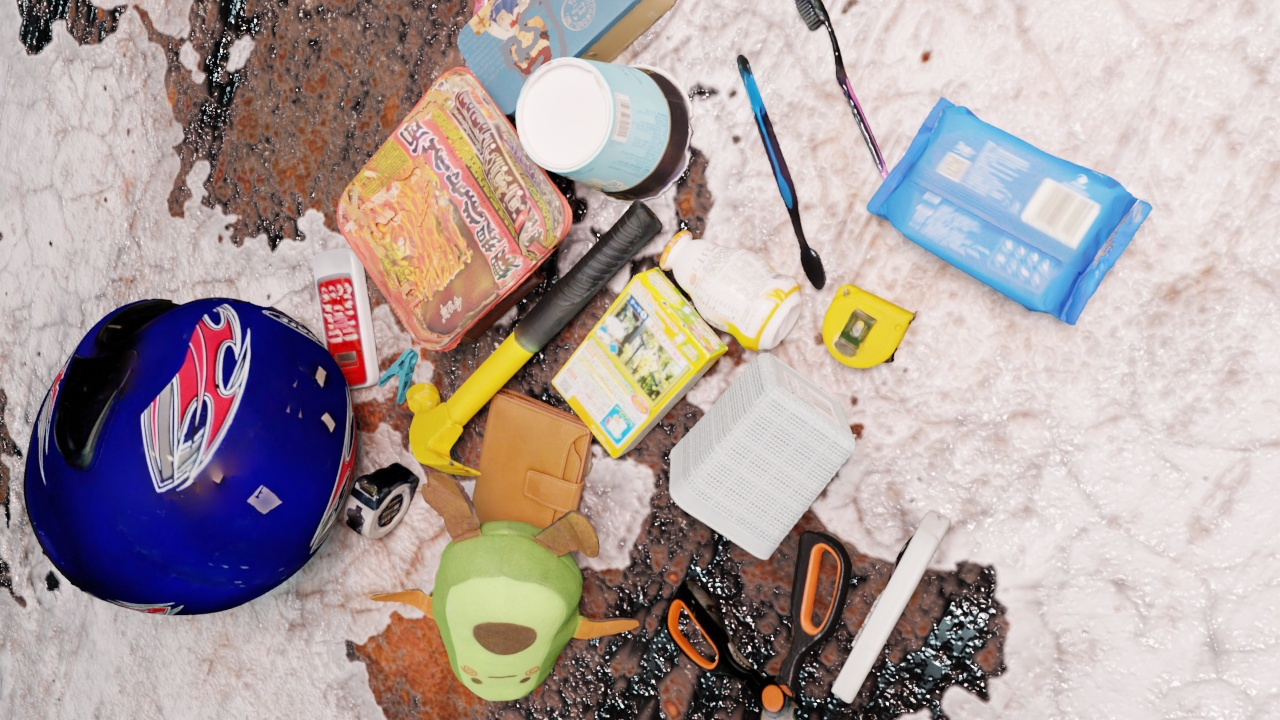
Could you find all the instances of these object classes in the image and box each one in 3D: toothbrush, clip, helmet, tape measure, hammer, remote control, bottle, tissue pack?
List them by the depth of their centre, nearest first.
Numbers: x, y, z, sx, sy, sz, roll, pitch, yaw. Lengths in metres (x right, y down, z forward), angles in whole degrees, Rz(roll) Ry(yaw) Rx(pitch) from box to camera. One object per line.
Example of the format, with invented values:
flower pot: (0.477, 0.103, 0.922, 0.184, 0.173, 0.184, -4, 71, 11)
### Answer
tissue pack: (0.239, -0.099, 0.607, 0.157, 0.052, 0.095, 34, 108, 18)
toothbrush: (0.152, -0.183, 0.661, 0.018, 0.014, 0.189, -24, 86, 36)
remote control: (0.181, 0.177, 0.666, 0.021, 0.058, 0.150, 28, 107, 21)
tape measure: (0.161, -0.023, 0.667, 0.060, 0.028, 0.057, 30, 109, 20)
bottle: (0.066, -0.056, 0.689, 0.108, 0.063, 0.063, 36, 110, 18)
toothbrush: (0.106, -0.142, 0.690, 0.014, 0.016, 0.189, -22, 84, 35)
hammer: (-0.095, -0.017, 0.767, 0.301, 0.033, 0.128, -44, 42, 18)
helmet: (-0.377, 0.061, 0.816, 0.241, 0.247, 0.314, -24, 53, 20)
tape measure: (-0.246, 0.134, 0.863, 0.033, 0.065, 0.066, 32, 107, 17)
clip: (-0.227, 0.012, 0.868, 0.034, 0.013, 0.054, 36, 110, 17)
remote control: (-0.285, -0.040, 0.886, 0.056, 0.020, 0.136, -5, 94, 27)

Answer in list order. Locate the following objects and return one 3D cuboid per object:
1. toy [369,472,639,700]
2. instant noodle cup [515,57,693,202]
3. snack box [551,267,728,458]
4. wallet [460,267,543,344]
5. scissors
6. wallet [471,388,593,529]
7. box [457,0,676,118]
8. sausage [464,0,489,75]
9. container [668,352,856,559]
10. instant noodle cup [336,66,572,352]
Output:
toy: (-0.113, 0.203, 0.770, 0.227, 0.089, 0.247, 9, 128, 2)
instant noodle cup: (-0.032, -0.177, 0.690, 0.111, 0.120, 0.111, 3, 98, 26)
snack box: (-0.004, 0.004, 0.733, 0.087, 0.033, 0.141, 49, 128, 12)
wallet: (-0.153, -0.090, 0.811, 0.101, 0.032, 0.124, -38, 80, 22)
scissors: (0.100, 0.231, 0.687, 0.235, 0.021, 0.221, 31, 99, 45)
wallet: (-0.097, 0.102, 0.808, 0.108, 0.031, 0.132, 20, 106, 24)
box: (-0.054, -0.274, 0.723, 0.185, 0.061, 0.090, -37, 80, 26)
sausage: (-0.142, -0.252, 0.791, 0.020, 0.020, 0.156, 17, 103, 23)
container: (0.089, 0.065, 0.670, 0.090, 0.090, 0.112, 33, 109, -9)
instant noodle cup: (-0.144, -0.116, 0.742, 0.189, 0.079, 0.164, -38, 81, 26)
